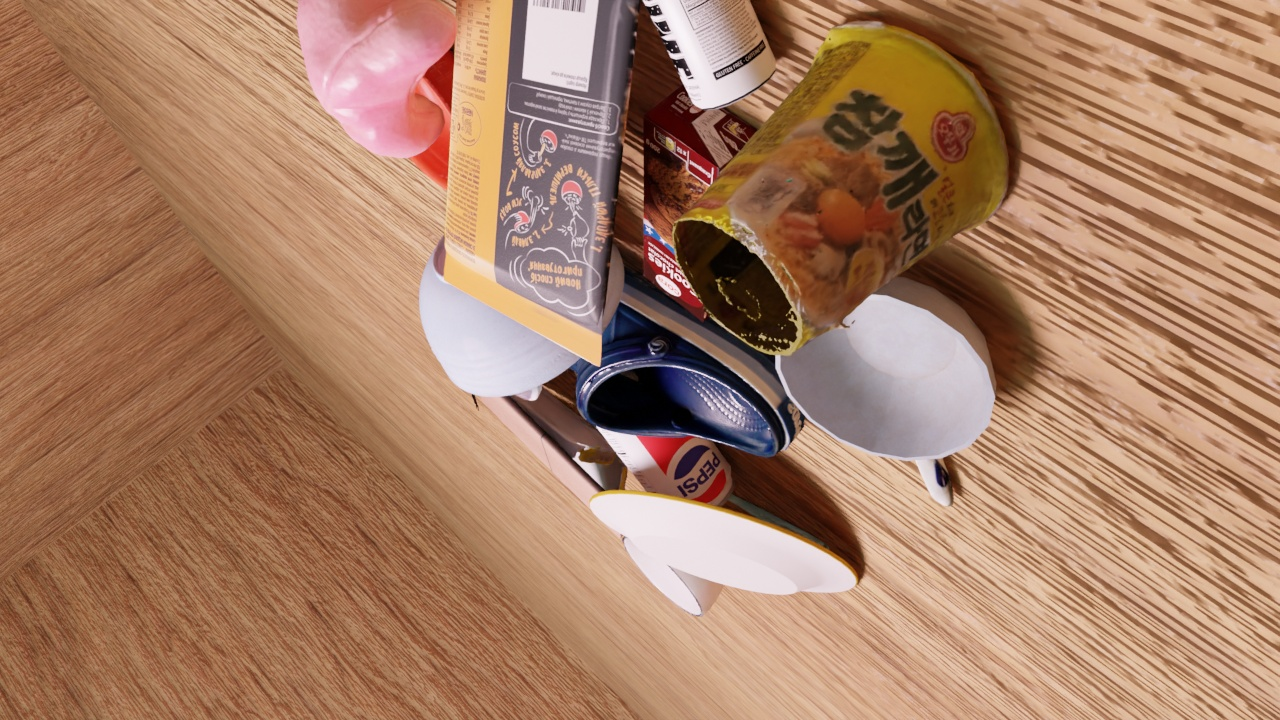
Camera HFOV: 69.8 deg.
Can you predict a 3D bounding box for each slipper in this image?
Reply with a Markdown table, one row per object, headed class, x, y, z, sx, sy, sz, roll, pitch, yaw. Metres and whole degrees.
| class | x | y | z | sx | sy | sz | roll | pitch | yaw |
| --- | --- | --- | --- | --- | --- | --- | --- | --- | --- |
| slipper | -0.004 | 0.004 | 0.653 | 0.253 | 0.095 | 0.105 | 24 | 153 | 35 |

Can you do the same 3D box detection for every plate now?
| class | x | y | z | sx | sy | sz | roll | pitch | yaw |
| --- | --- | --- | --- | --- | --- | --- | --- | --- | --- |
| plate | 0.064 | 0.161 | 0.765 | 0.230 | 0.021 | 0.230 | 16 | 158 | 6 |

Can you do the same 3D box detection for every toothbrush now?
| class | x | y | z | sx | sy | sz | roll | pitch | yaw |
| --- | --- | --- | --- | --- | --- | --- | --- | --- | --- |
| toothbrush | 0.094 | 0.132 | 0.804 | 0.181 | 0.016 | 0.016 | 21 | 146 | 48 |
| toothbrush | 0.143 | 0.014 | 0.499 | 0.017 | 0.016 | 0.189 | 5 | 134 | 47 |

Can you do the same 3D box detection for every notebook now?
| class | x | y | z | sx | sy | sz | roll | pitch | yaw |
| --- | --- | --- | --- | --- | --- | --- | --- | --- | --- |
| notebook | -0.091 | 0.089 | 0.900 | 0.209 | 0.008 | 0.141 | 43 | 165 | 13 |

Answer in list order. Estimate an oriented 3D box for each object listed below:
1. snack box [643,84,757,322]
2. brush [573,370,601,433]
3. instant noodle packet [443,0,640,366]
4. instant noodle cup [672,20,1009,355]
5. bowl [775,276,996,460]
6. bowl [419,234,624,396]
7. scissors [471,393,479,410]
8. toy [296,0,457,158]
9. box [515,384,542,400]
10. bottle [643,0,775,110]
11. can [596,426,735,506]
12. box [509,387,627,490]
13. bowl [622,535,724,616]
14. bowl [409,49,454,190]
| class | x | y | z | sx | sy | sz | roll | pitch | yaw |
| --- | --- | --- | --- | --- | --- | --- | --- | --- | --- |
| snack box | 0.031 | -0.083 | 0.519 | 0.051 | 0.031 | 0.141 | 40 | 158 | 20 |
| brush | -0.059 | 0.008 | 0.890 | 0.033 | 0.012 | 0.218 | 30 | 152 | 39 |
| instant noodle packet | -0.060 | -0.126 | 0.495 | 0.160 | 0.032 | 0.221 | 28 | 119 | 42 |
| instant noodle cup | 0.073 | -0.063 | 0.365 | 0.102 | 0.108 | 0.102 | 41 | 161 | 17 |
| bowl | 0.123 | -0.002 | 0.452 | 0.106 | 0.039 | 0.106 | 21 | 140 | 19 |
| bowl | -0.094 | -0.057 | 0.626 | 0.151 | 0.150 | 0.075 | 28 | 163 | 43 |
| scissors | -0.196 | -0.030 | 0.972 | 0.157 | 0.012 | 0.169 | 34 | -134 | -75 |
| toy | -0.171 | -0.230 | 0.529 | 0.142 | 0.084 | 0.213 | 131 | 121 | -66 |
| box | -0.144 | -0.024 | 0.833 | 0.100 | 0.103 | 0.202 | 9 | -179 | -19 |
| bottle | 0.017 | -0.166 | 0.386 | 0.041 | 0.041 | 0.116 | 16 | 143 | 55 |
| can | 0.017 | 0.067 | 0.762 | 0.132 | 0.070 | 0.070 | 54 | 159 | -16 |
| box | -0.098 | 0.086 | 0.983 | 0.210 | 0.083 | 0.080 | 31 | 111 | 49 |
| bowl | 0.044 | 0.204 | 0.960 | 0.116 | 0.065 | 0.116 | 40 | 158 | 19 |
| bowl | -0.147 | -0.185 | 0.667 | 0.130 | 0.045 | 0.131 | 40 | 158 | 19 |
